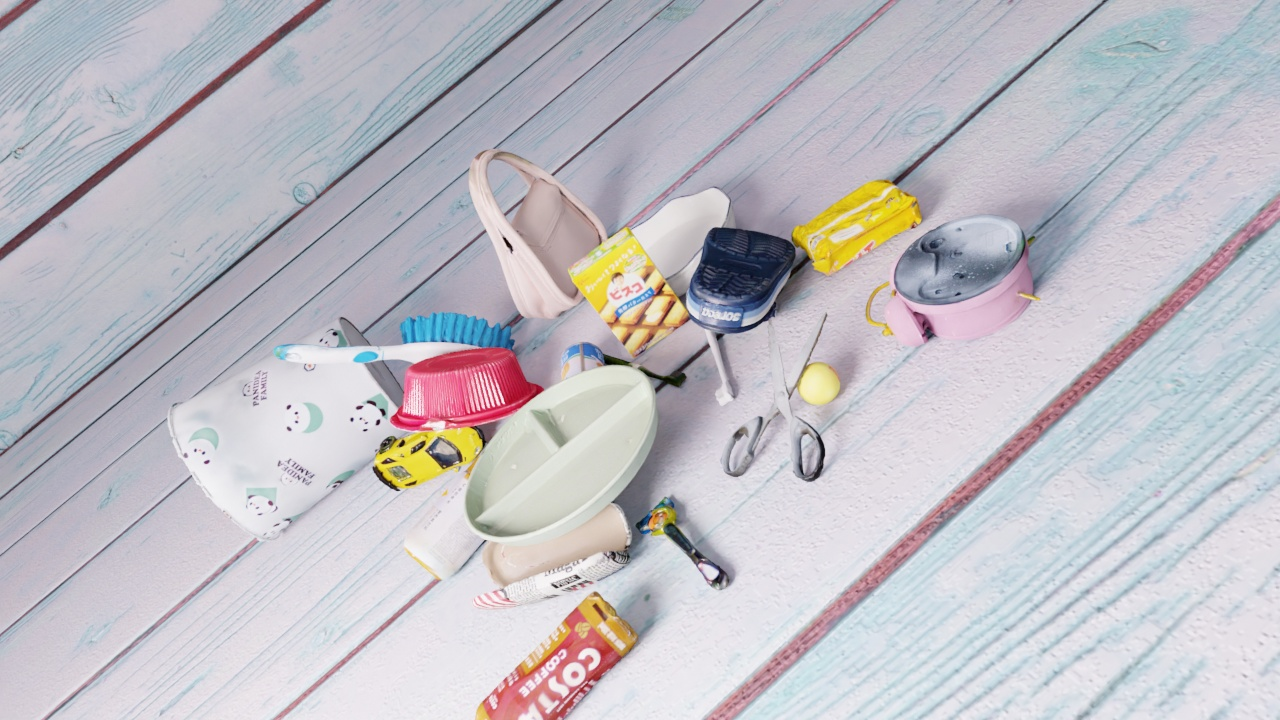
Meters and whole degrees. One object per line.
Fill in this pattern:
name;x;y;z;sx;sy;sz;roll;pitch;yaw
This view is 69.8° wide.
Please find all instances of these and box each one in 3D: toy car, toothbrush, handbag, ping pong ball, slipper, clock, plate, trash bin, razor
toy car;-0.265;0.116;1.148;0.156;0.071;0.041;-23;32;22
toothbrush;0.080;-0.008;1.012;0.016;0.016;0.179;-34;31;17
toothbrush;-0.006;0.006;1.085;0.017;0.012;0.186;-43;31;-20
handbag;-0.154;-0.192;1.282;0.094;0.234;0.192;-16;37;29
ping pong ball;0.166;0.022;0.858;0.040;0.040;0.040;-26;33;18
slipper;0.108;-0.077;1.006;0.105;0.095;0.252;13;25;7
clock;0.281;-0.069;0.843;0.159;0.060;0.117;-14;39;32
plate;-0.078;0.093;0.918;0.231;0.027;0.229;-27;32;18
trash bin;-0.465;0.084;1.268;0.251;0.230;0.229;-34;30;-6
razor;0.037;0.164;0.822;0.042;0.022;0.143;-44;32;-6
plate;0.038;-0.142;1.195;0.205;0.045;0.204;-30;29;19

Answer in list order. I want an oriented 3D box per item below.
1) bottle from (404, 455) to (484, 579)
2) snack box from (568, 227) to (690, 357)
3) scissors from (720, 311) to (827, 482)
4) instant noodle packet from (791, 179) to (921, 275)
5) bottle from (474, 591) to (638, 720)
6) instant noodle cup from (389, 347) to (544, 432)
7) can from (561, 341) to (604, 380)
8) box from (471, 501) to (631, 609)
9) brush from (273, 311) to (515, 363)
bottle;-0.177;0.152;1.013;0.189;0.068;0.068;-50;33;-19
snack box;-0.011;-0.078;1.076;0.087;0.140;0.033;-34;33;5
scissors;0.131;0.038;0.845;0.181;0.014;0.159;-53;44;13
instant noodle packet;0.234;-0.146;1.008;0.128;0.044;0.110;-30;25;6
bottle;-0.081;0.274;0.763;0.174;0.057;0.057;-44;31;-10
instant noodle cup;-0.218;0.029;1.134;0.194;0.066;0.193;-7;14;2
can;-0.065;0.035;1.065;0.053;0.053;0.134;-30;32;13
box;-0.087;0.191;0.861;0.163;0.076;0.087;-21;6;18
brush;-0.311;-0.020;1.204;0.109;0.314;0.061;-106;34;-47
